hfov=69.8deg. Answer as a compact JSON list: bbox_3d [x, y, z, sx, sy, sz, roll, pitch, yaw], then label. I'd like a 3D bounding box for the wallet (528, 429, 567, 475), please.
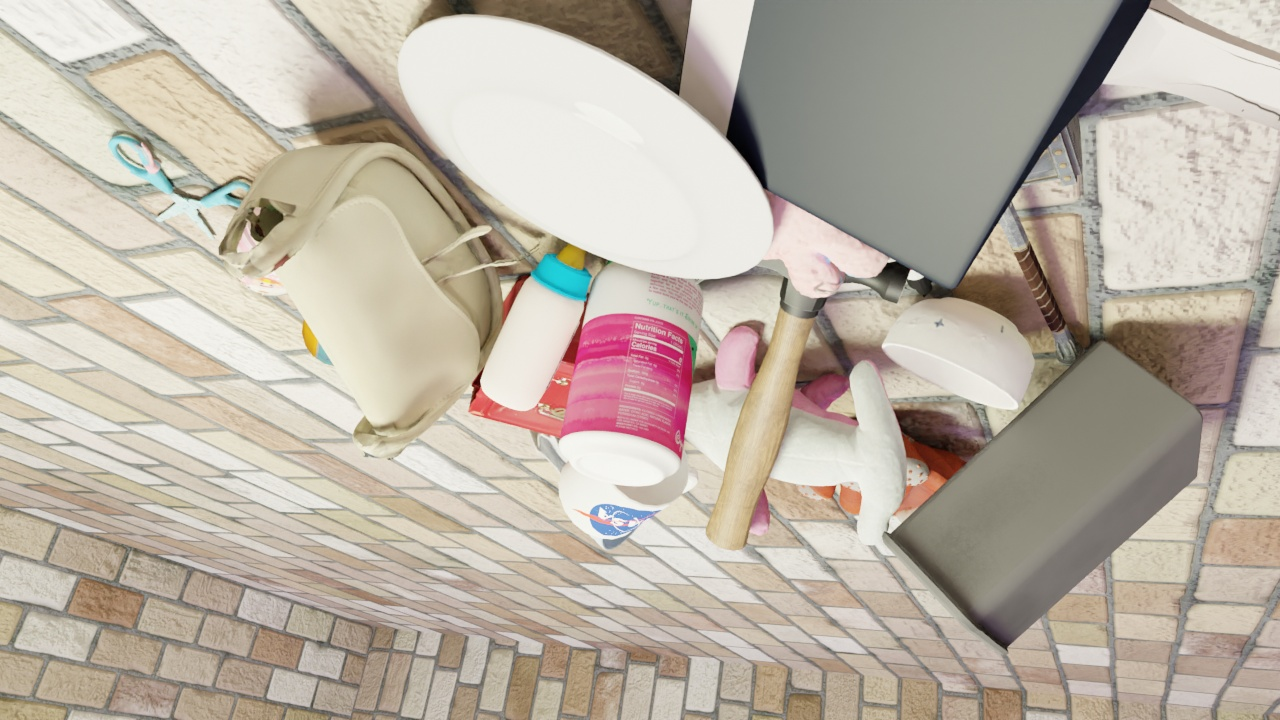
[{"bbox_3d":[-0.098,0.077,0.995,0.032,0.086,0.116,-29,156,-2],"label":"wallet"}]

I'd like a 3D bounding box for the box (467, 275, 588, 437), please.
[{"bbox_3d":[-0.075,0.009,0.816,0.129,0.086,0.159,18,153,-16],"label":"box"}]

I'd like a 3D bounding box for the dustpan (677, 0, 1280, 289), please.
[{"bbox_3d":[0.160,-0.143,0.389,0.273,0.080,0.237,33,149,16],"label":"dustpan"}]

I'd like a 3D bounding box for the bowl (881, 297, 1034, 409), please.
[{"bbox_3d":[0.237,-0.010,0.674,0.105,0.054,0.105,28,175,2],"label":"bowl"}]

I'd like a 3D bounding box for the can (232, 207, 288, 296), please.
[{"bbox_3d":[-0.275,-0.091,0.696,0.067,0.067,0.076,22,154,-26],"label":"can"}]

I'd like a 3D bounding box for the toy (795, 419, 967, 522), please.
[{"bbox_3d":[0.261,0.123,0.929,0.172,0.092,0.164,20,152,-25],"label":"toy"}]

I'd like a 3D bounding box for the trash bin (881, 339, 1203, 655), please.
[{"bbox_3d":[0.323,0.117,0.730,0.220,0.097,0.191,-45,144,5],"label":"trash bin"}]

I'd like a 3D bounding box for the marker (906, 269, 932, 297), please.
[{"bbox_3d":[0.176,-0.080,0.611,0.019,0.019,0.145,-5,152,28],"label":"marker"}]

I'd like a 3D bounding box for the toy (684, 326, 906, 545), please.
[{"bbox_3d":[0.133,0.053,0.802,0.127,0.187,0.266,-19,-161,-33],"label":"toy"}]

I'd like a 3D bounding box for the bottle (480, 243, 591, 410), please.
[{"bbox_3d":[-0.072,-0.034,0.691,0.051,0.146,0.051,25,-166,-7],"label":"bottle"}]

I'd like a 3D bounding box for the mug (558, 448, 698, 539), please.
[{"bbox_3d":[-0.003,0.110,0.857,0.121,0.091,0.090,9,149,-27],"label":"mug"}]

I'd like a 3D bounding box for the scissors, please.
[{"bbox_3d":[-0.345,-0.128,0.715,0.126,0.015,0.136,8,161,4],"label":"scissors"}]

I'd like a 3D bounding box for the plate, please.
[{"bbox_3d":[-0.037,-0.110,0.547,0.242,0.016,0.243,23,164,7],"label":"plate"}]

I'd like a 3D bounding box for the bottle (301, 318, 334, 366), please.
[{"bbox_3d":[-0.247,-0.051,0.773,0.068,0.067,0.157,17,154,-15],"label":"bottle"}]

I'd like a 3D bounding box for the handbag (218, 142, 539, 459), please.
[{"bbox_3d":[-0.162,-0.050,0.632,0.132,0.183,0.229,-2,137,17],"label":"handbag"}]

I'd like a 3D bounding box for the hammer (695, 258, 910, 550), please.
[{"bbox_3d":[0.091,0.035,0.701,0.132,0.040,0.306,20,129,11],"label":"hammer"}]

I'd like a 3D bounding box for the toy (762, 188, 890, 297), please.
[{"bbox_3d":[0.100,-0.085,0.560,0.105,0.053,0.109,49,137,-11],"label":"toy"}]

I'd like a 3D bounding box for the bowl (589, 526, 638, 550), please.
[{"bbox_3d":[-0.028,0.122,0.994,0.075,0.150,0.151,28,161,20],"label":"bowl"}]

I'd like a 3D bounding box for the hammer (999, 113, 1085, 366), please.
[{"bbox_3d":[0.253,-0.064,0.598,0.099,0.044,0.322,-7,153,33],"label":"hammer"}]

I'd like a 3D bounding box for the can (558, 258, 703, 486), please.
[{"bbox_3d":[-0.004,0.004,0.682,0.088,0.165,0.088,8,155,4],"label":"can"}]
